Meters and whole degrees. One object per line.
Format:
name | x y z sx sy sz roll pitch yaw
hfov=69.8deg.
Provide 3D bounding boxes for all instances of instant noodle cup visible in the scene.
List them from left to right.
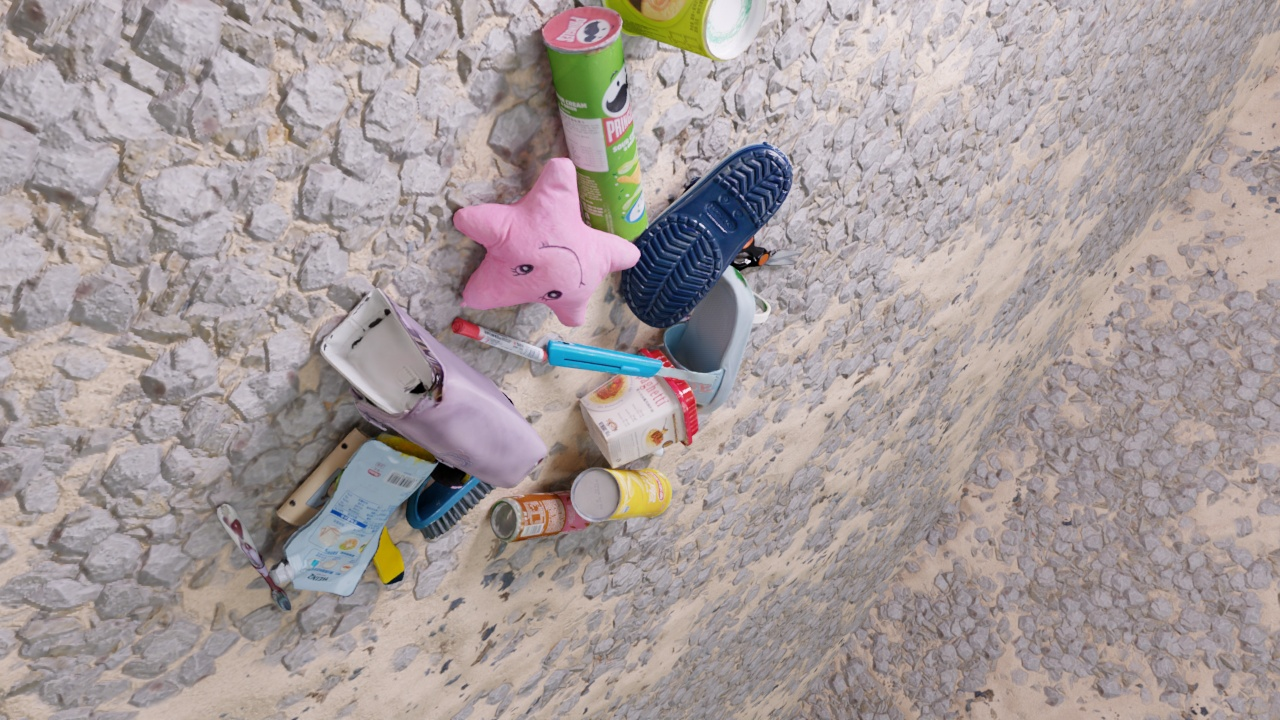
instant noodle cup | -0.004 0.067 1.176 0.124 0.116 0.117 -27 142 -13
instant noodle cup | 0.045 -0.330 0.830 0.111 0.123 0.112 -31 141 -28

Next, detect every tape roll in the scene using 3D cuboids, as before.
tape roll | 0.130 -0.076 1.211 0.085 0.086 0.014 -12 131 -45

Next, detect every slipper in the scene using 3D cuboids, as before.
slipper | 0.070 -0.154 1.067 0.253 0.105 0.095 -47 -168 19
slipper | 0.077 -0.017 1.165 0.074 0.104 0.246 -14 145 -27

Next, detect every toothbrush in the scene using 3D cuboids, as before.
toothbrush | -0.385 0.202 0.921 0.016 0.017 0.188 -34 144 -26

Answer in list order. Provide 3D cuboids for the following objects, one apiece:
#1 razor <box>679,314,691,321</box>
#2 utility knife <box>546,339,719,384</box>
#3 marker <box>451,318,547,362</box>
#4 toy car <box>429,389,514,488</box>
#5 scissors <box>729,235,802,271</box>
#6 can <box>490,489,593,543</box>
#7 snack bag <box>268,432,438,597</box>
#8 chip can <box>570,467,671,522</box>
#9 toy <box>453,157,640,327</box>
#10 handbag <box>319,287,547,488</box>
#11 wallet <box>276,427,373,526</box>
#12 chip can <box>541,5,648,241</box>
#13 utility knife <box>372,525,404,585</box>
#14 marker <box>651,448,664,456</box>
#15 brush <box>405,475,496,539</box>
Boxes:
razor | 0.087 -0.057 1.238 0.142 0.022 0.043 -2 122 -49
utility knife | -0.007 0.006 1.097 0.225 0.018 0.034 9 128 -22
marker | -0.149 -0.020 0.993 0.017 0.017 0.145 -56 147 7
toy car | -0.188 0.083 1.009 0.122 0.056 0.037 -55 -172 -10
scissors | 0.145 -0.131 1.243 0.152 0.021 0.234 -48 151 7
can | -0.125 0.201 1.196 0.147 0.058 0.058 4 119 -52
snack bag | -0.291 0.162 0.938 0.191 0.039 0.110 -52 150 7
chip can | -0.022 0.182 1.248 0.072 0.072 0.213 -56 160 6
toy | -0.100 -0.096 0.917 0.179 0.074 0.194 -30 135 9
handbag | -0.193 0.040 0.880 0.098 0.145 0.197 -51 146 -6
wallet | -0.304 0.129 0.945 0.115 0.024 0.087 -49 142 -5
chip can | -0.039 -0.216 0.887 0.072 0.072 0.236 -37 145 -21
utility knife | -0.294 0.206 1.038 0.033 0.015 0.157 -38 144 -31
marker | 0.005 0.110 1.303 0.022 0.018 0.130 -58 147 -7
brush | -0.208 0.134 1.040 0.143 0.055 0.073 -41 124 -14
